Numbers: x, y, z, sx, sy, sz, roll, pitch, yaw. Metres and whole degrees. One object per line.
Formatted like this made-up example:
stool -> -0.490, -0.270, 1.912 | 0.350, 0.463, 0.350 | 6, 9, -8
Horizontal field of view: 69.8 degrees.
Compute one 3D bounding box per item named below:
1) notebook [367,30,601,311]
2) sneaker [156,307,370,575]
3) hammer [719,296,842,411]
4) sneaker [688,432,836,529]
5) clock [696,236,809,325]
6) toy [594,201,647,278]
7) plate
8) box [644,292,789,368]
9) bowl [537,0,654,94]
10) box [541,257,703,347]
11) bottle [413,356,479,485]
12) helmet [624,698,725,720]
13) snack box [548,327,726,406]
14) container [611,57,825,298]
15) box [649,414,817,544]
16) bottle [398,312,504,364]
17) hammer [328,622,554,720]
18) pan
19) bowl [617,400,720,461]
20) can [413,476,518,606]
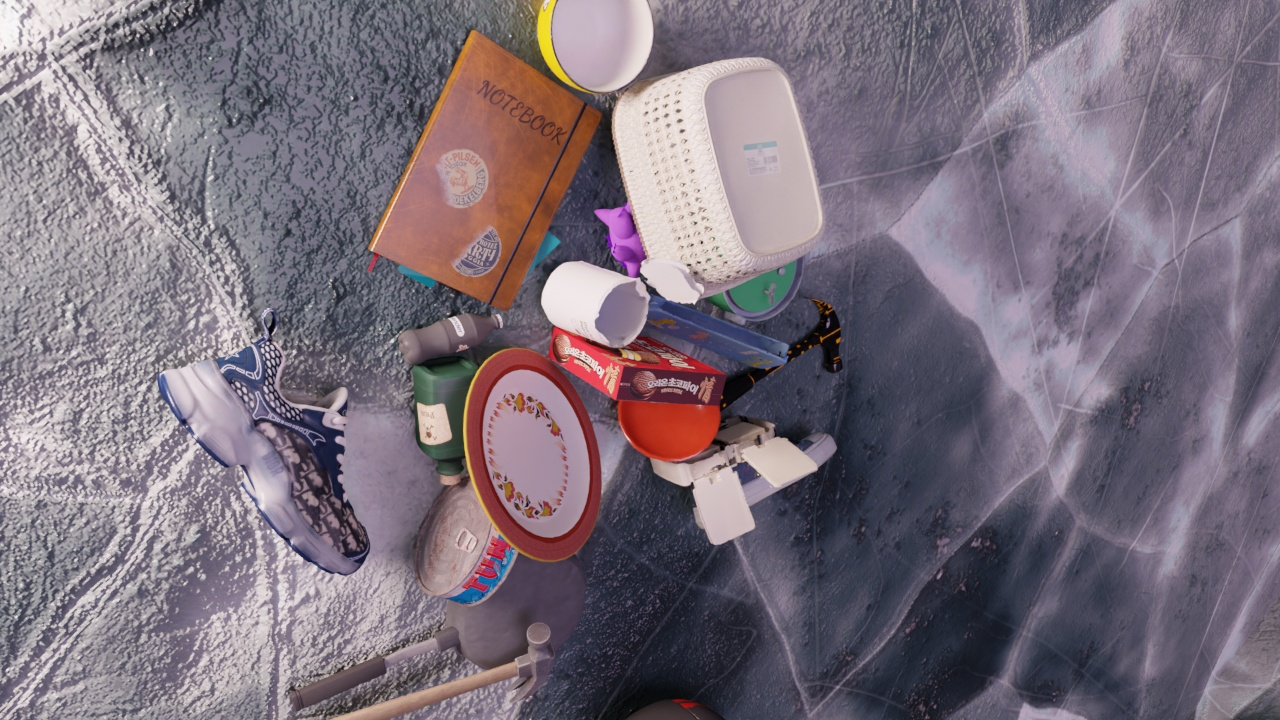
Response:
notebook -> -0.150, -0.174, 0.935 | 0.178, 0.014, 0.249 | 25, 93, -36
sneaker -> -0.321, 0.085, 0.874 | 0.132, 0.103, 0.269 | -41, 121, -22
hammer -> 0.140, 0.023, 1.184 | 0.319, 0.036, 0.123 | -29, 118, -24
sneaker -> 0.156, 0.140, 1.221 | 0.235, 0.088, 0.079 | -24, 85, -27
clock -> 0.147, -0.127, 1.106 | 0.161, 0.075, 0.122 | -48, 125, -9
toy -> -0.011, -0.137, 1.013 | 0.088, 0.056, 0.105 | 63, 36, -26
plate -> -0.115, 0.099, 0.976 | 0.229, 0.021, 0.229 | 36, 45, -48
box -> 0.084, -0.029, 1.091 | 0.209, 0.066, 0.049 | 18, 92, -28
bowl -> -0.052, -0.327, 0.910 | 0.117, 0.068, 0.117 | -12, 113, -29
box -> -0.022, -0.067, 0.968 | 0.112, 0.162, 0.084 | -47, 133, -18
bottle -> -0.200, 0.067, 0.959 | 0.061, 0.061, 0.131 | -10, 112, -32
helmet -> 0.061, 0.554, 1.241 | 0.169, 0.164, 0.265 | -45, 115, -25
snack box -> -0.006, 0.006, 1.007 | 0.132, 0.152, 0.036 | 5, 104, -34
container -> 0.087, -0.194, 0.961 | 0.184, 0.143, 0.246 | -22, 100, -29
box -> 0.109, 0.139, 1.112 | 0.145, 0.185, 0.095 | -19, 123, -19
bottle -> -0.193, -0.026, 0.946 | 0.109, 0.036, 0.036 | -19, 116, -26
hammer -> -0.254, 0.385, 1.027 | 0.330, 0.030, 0.120 | -14, 135, -19
pan -> -0.216, 0.318, 1.052 | 0.356, 0.041, 0.179 | -17, 115, -27
bowl -> 0.033, 0.068, 1.096 | 0.121, 0.122, 0.035 | -35, 162, -18
can -> -0.183, 0.191, 0.973 | 0.044, 0.130, 0.130 | 32, 88, -36
